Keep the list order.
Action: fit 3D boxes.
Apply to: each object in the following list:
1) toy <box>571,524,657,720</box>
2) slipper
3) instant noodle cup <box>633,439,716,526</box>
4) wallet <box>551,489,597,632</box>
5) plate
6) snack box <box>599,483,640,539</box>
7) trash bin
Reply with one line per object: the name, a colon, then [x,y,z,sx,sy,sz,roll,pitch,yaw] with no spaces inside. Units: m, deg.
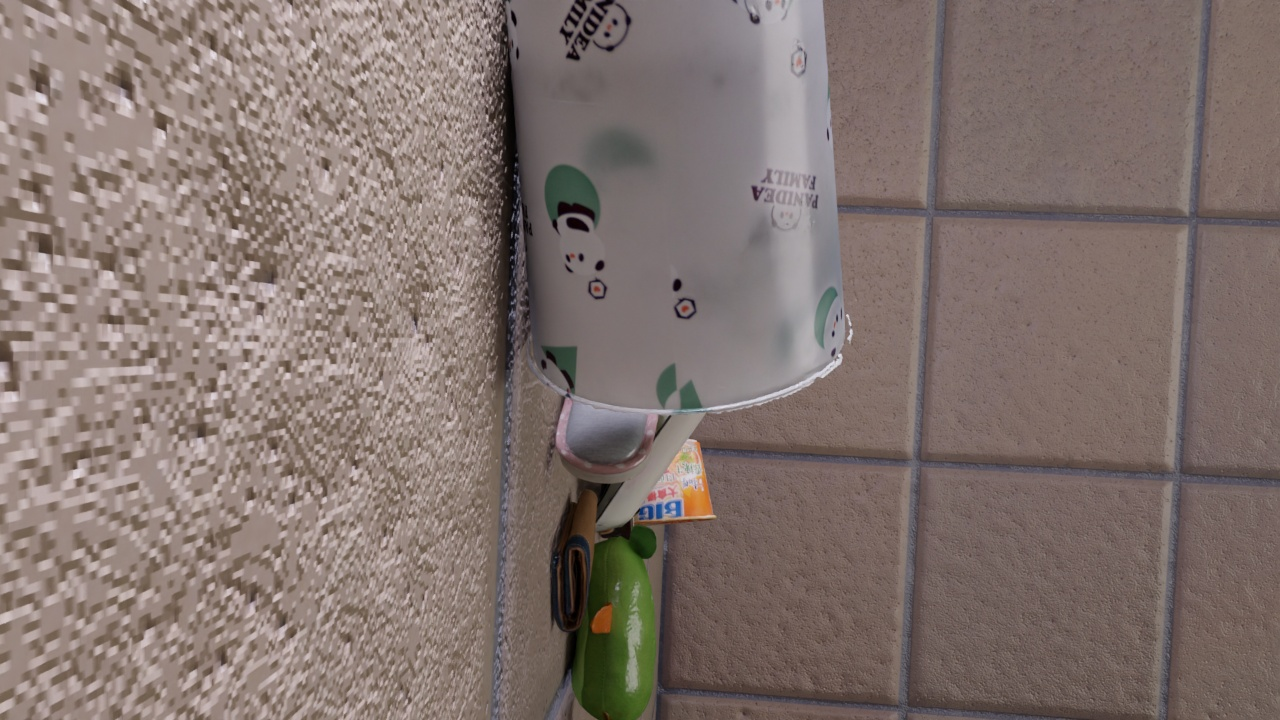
toy: [-0.027,0.302,0.976,0.227,0.090,0.246,85,6,-65]
slipper: [-0.014,0.006,0.856,0.273,0.114,0.055,-71,168,-51]
instant noodle cup: [0.027,0.173,1.285,0.151,0.151,0.111,69,16,-78]
wallet: [-0.059,0.185,0.865,0.115,0.033,0.090,-77,172,-70]
plate: [0.024,0.084,1.002,0.266,0.034,0.161,-57,-178,16]
snack box: [-0.022,0.153,1.147,0.126,0.053,0.113,89,6,-63]
trash bin: [0.021,-0.129,0.592,0.229,0.230,0.252,-78,164,-62]
